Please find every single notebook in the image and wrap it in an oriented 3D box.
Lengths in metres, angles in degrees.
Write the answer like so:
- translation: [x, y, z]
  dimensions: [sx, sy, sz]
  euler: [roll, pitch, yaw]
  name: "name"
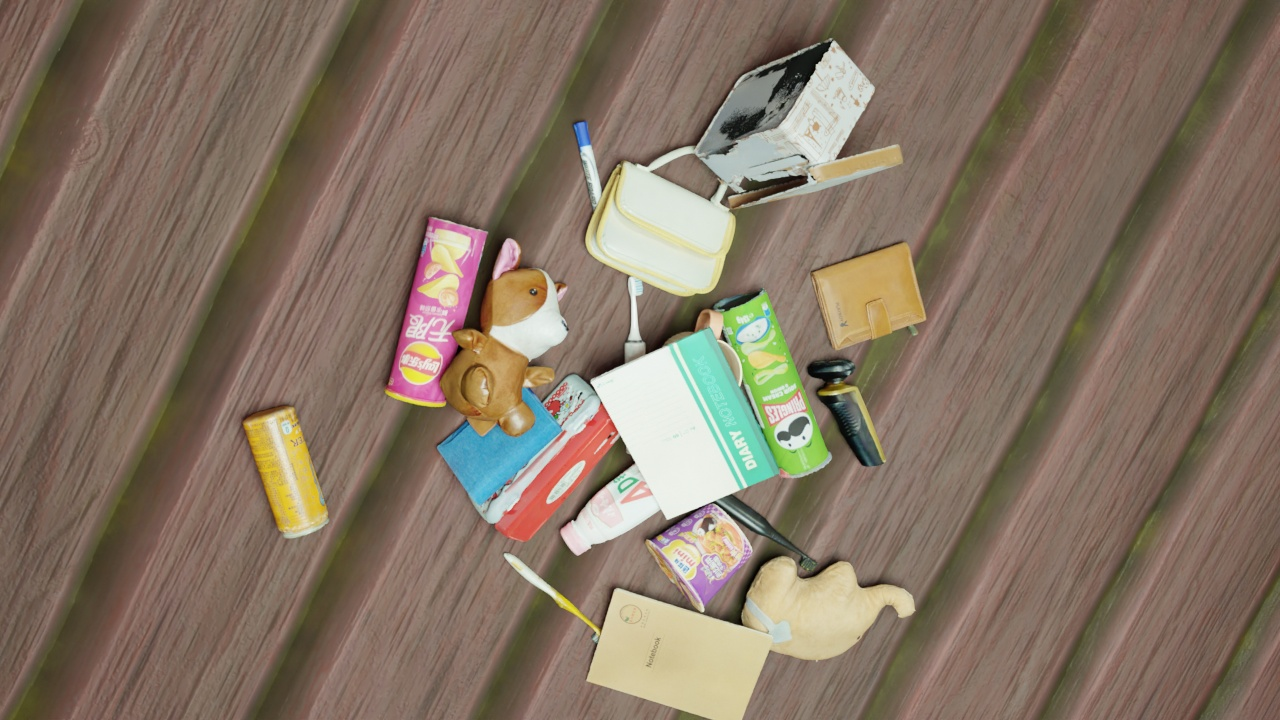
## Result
- translation: [0.048, 0.380, 1.168]
  dimensions: [0.207, 0.008, 0.148]
  euler: [17, 110, 1]
  name: "notebook"
- translation: [0.055, 0.077, 1.063]
  dimensions: [0.150, 0.012, 0.209]
  euler: [-24, 113, 9]
  name: "notebook"

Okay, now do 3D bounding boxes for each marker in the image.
- translation: [-0.056, -0.211, 1.097]
  dimensions: [0.017, 0.017, 0.146]
  euler: [-14, 101, -8]
  name: "marker"

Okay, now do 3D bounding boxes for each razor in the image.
- translation: [0.275, 0.068, 1.187]
  dimensions: [0.067, 0.062, 0.167]
  euler: [-42, 111, -34]
  name: "razor"

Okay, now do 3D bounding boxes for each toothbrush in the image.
- translation: [-0.105, 0.307, 1.167]
  dimensions: [0.191, 0.016, 0.018]
  euler: [43, 97, -14]
  name: "toothbrush"
- translation: [-0.007, 0.007, 1.134]
  dimensions: [0.026, 0.027, 0.221]
  euler: [-6, 99, -30]
  name: "toothbrush"
- translation: [0.150, 0.213, 1.194]
  dimensions: [0.212, 0.026, 0.027]
  euler: [37, 84, -14]
  name: "toothbrush"

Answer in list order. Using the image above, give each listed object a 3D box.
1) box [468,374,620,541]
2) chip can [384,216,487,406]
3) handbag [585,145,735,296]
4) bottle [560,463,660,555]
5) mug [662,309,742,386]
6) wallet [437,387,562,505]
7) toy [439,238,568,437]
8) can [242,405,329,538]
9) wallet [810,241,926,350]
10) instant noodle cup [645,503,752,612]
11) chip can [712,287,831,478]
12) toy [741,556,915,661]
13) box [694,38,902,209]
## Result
- translation: [-0.120, 0.112, 1.114]
  dimensions: [0.099, 0.095, 0.201]
  euler: [41, 88, 23]
  name: "box"
- translation: [-0.235, -0.056, 1.060]
  dimensions: [0.071, 0.071, 0.210]
  euler: [14, 95, -12]
  name: "chip can"
- translation: [0.038, -0.180, 1.092]
  dimensions: [0.163, 0.063, 0.178]
  euler: [22, 87, -20]
  name: "handbag"
- translation: [-0.009, 0.170, 1.139]
  dimensions: [0.197, 0.068, 0.068]
  euler: [-36, 103, -1]
  name: "bottle"
- translation: [0.072, -0.006, 1.106]
  dimensions: [0.081, 0.106, 0.114]
  euler: [11, 96, -12]
  name: "mug"
- translation: [-0.168, 0.093, 1.086]
  dimensions: [0.133, 0.106, 0.040]
  euler: [-42, 140, -4]
  name: "wallet"
- translation: [-0.144, -0.025, 1.042]
  dimensions: [0.131, 0.140, 0.199]
  euler: [5, 65, 27]
  name: "toy"
- translation: [-0.409, 0.128, 1.062]
  dimensions: [0.058, 0.058, 0.146]
  euler: [-16, 101, -8]
  name: "can"
- translation: [0.295, -0.076, 1.177]
  dimensions: [0.130, 0.035, 0.119]
  euler: [-19, 95, -7]
  name: "wallet"
- translation: [0.077, 0.239, 1.148]
  dimensions: [0.099, 0.112, 0.111]
  euler: [-38, 103, -11]
  name: "instant noodle cup"
- translation: [0.164, 0.029, 1.146]
  dimensions: [0.072, 0.072, 0.236]
  euler: [-24, 101, -6]
  name: "chip can"
- translation: [0.242, 0.329, 1.201]
  dimensions: [0.226, 0.082, 0.144]
  euler: [8, 113, -14]
  name: "toy"
- translation: [0.187, -0.235, 1.043]
  dimensions: [0.168, 0.182, 0.150]
  euler: [36, 75, -25]
  name: "box"
